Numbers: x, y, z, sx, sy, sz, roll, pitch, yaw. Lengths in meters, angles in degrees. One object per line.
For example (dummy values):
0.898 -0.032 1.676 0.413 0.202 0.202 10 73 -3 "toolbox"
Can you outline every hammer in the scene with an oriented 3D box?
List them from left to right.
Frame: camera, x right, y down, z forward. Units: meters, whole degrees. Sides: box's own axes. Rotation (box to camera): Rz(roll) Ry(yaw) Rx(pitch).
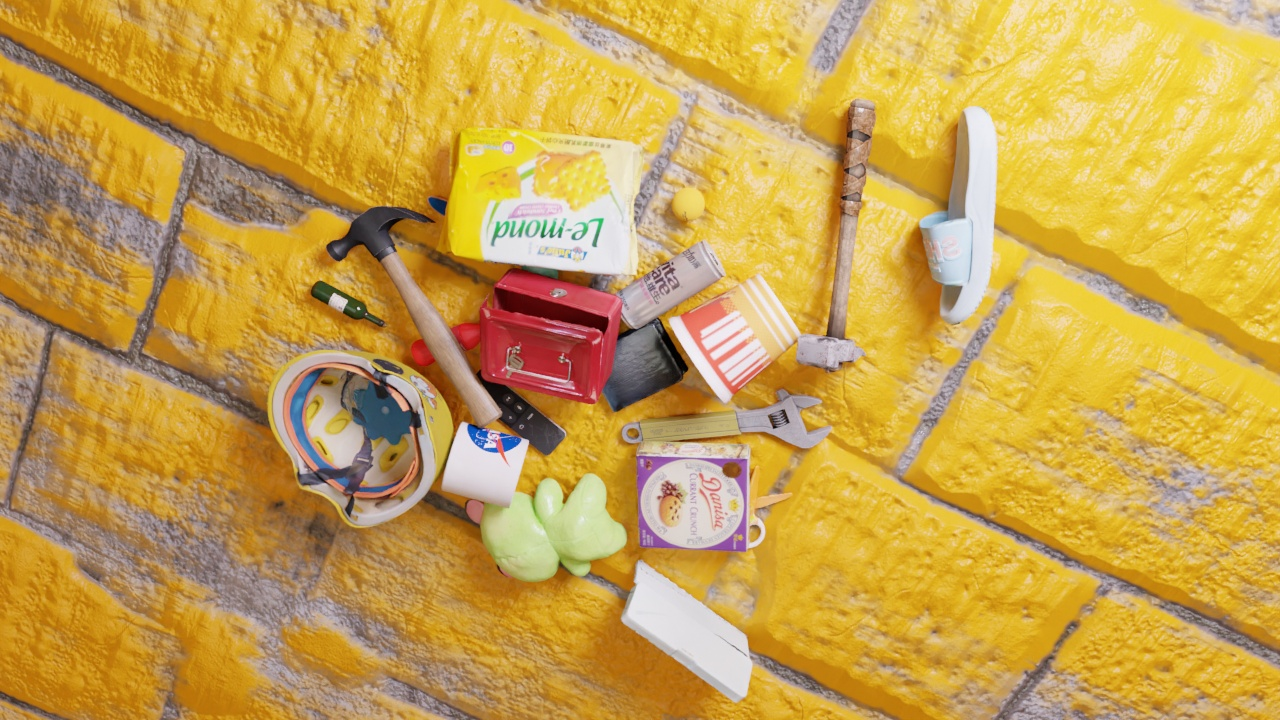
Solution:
-0.265 -0.054 1.160 0.132 0.040 0.305 -32 91 15 "hammer"
0.244 -0.142 1.082 0.049 0.121 0.319 12 103 35 "hammer"

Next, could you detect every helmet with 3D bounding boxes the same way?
-0.347 0.082 1.193 0.240 0.139 0.209 42 108 5 "helmet"

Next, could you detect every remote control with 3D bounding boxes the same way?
-0.168 0.069 1.234 0.146 0.008 0.045 39 108 -7 "remote control"

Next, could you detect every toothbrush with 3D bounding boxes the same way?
-0.208 -0.172 1.154 0.135 0.017 0.021 27 107 -3 "toothbrush"

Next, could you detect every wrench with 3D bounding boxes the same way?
0.110 0.086 1.204 0.273 0.018 0.084 -7 107 9 "wrench"

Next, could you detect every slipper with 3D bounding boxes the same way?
0.360 -0.165 1.054 0.074 0.104 0.245 2 102 7 "slipper"

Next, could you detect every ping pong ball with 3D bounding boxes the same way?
0.057 -0.188 1.107 0.040 0.040 0.040 2 108 5 "ping pong ball"

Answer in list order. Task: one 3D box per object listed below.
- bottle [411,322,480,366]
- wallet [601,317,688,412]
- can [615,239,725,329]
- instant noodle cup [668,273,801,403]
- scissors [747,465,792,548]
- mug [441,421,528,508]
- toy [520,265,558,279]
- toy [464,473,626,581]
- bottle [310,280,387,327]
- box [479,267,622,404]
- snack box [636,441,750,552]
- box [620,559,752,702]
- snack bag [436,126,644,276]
-0.239 -0.027 1.195 0.119 0.036 0.036 -20 105 12 "bottle"
-0.007 0.007 1.187 0.115 0.026 0.089 -28 105 14 "wallet"
0.034 -0.093 1.134 0.136 0.054 0.054 -30 102 15 "can"
0.120 -0.033 1.116 0.121 0.123 0.123 -34 102 8 "instant noodle cup"
0.147 0.203 1.242 0.125 0.011 0.128 -16 107 13 "scissors"
-0.200 0.131 1.198 0.090 0.121 0.091 16 104 -6 "mug"
-0.109 -0.101 1.160 0.085 0.033 0.105 -13 103 2 "toy"
-0.127 0.234 1.239 0.197 0.107 0.150 -21 107 4 "toy"
-0.380 -0.071 1.202 0.106 0.025 0.025 29 109 -4 "bottle"
-0.110 -0.028 1.124 0.158 0.092 0.130 14 127 5 "box"
0.070 0.180 1.212 0.148 0.040 0.143 1 113 8 "snack box"
0.067 0.358 1.236 0.197 0.134 0.041 38 118 -7 "box"
-0.118 -0.190 1.100 0.247 0.068 0.159 7 96 3 "snack bag"
